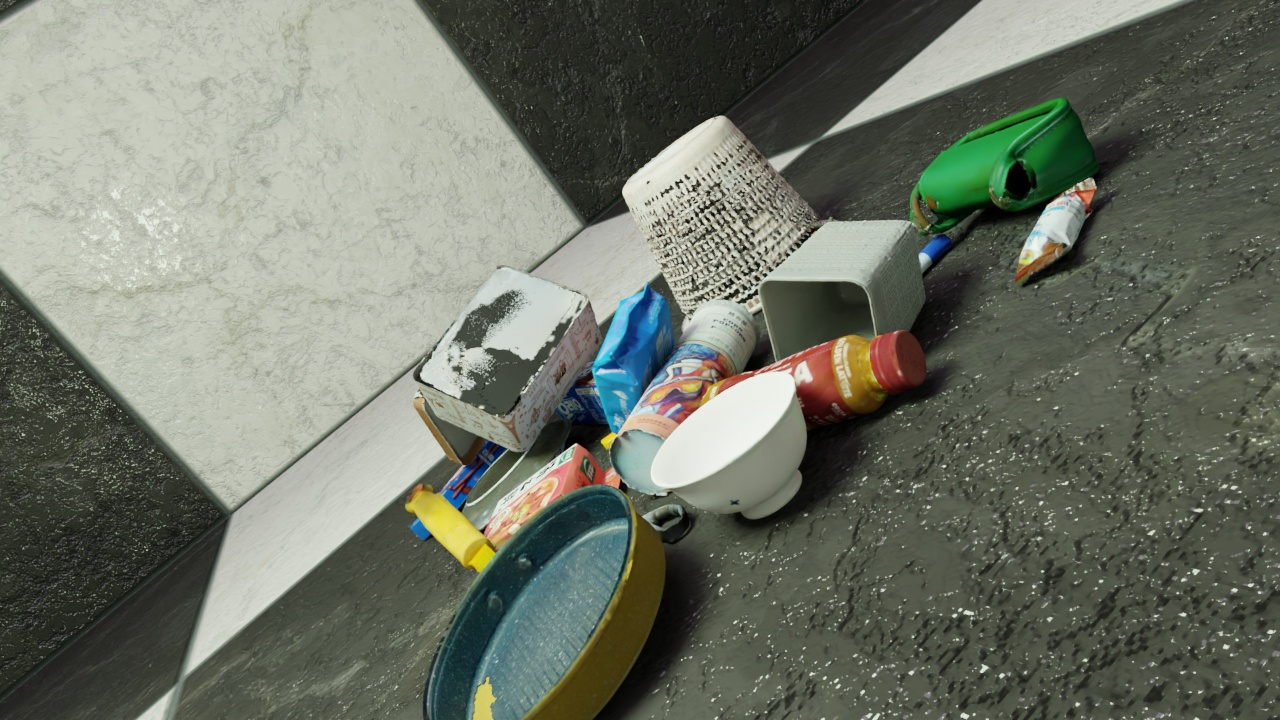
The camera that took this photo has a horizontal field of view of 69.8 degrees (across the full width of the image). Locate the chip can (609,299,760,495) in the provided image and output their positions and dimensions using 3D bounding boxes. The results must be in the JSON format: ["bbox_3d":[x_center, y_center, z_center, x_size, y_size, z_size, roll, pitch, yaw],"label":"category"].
[{"bbox_3d":[0.044,0.028,0.820,0.071,0.071,0.214,-26,18,37],"label":"chip can"}]

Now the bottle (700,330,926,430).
[{"bbox_3d":[0.123,0.022,0.673,0.175,0.057,0.057,-23,20,45],"label":"bottle"}]

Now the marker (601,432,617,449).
[{"bbox_3d":[0.014,0.053,0.931,0.124,0.015,0.018,-35,16,1],"label":"marker"}]

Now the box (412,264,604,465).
[{"bbox_3d":[-0.144,0.027,1.040,0.157,0.193,0.182,21,61,25],"label":"box"}]

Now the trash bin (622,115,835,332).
[{"bbox_3d":[0.091,-0.169,1.088,0.228,0.192,0.227,-35,14,10],"label":"trash bin"}]

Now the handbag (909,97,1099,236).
[{"bbox_3d":[0.300,-0.154,0.767,0.120,0.068,0.131,-38,13,-17],"label":"handbag"}]

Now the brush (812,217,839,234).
[{"bbox_3d":[0.168,-0.068,0.860,0.145,0.063,0.069,-54,-9,-44],"label":"brush"}]

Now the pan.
[{"bbox_3d":[-0.109,0.155,0.678,0.197,0.078,0.358,-51,21,-12],"label":"pan"}]

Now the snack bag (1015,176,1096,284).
[{"bbox_3d":[0.304,-0.096,0.673,0.103,0.026,0.048,-46,2,-36],"label":"snack bag"}]

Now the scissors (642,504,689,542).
[{"bbox_3d":[-0.016,0.137,0.738,0.160,0.014,0.170,-27,16,35],"label":"scissors"}]

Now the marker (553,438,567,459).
[{"bbox_3d":[-0.095,0.109,1.010,0.017,0.017,0.145,-34,14,14],"label":"marker"}]

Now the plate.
[{"bbox_3d":[-0.148,0.125,1.027,0.180,0.024,0.179,-42,14,12],"label":"plate"}]

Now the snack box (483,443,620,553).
[{"bbox_3d":[-0.080,0.131,0.829,0.127,0.044,0.113,-37,12,13],"label":"snack box"}]

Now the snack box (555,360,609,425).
[{"bbox_3d":[-0.045,0.036,1.038,0.058,0.057,0.208,-40,14,-23],"label":"snack box"}]

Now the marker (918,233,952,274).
[{"bbox_3d":[0.218,-0.060,0.790,0.145,0.017,0.017,-42,15,-17],"label":"marker"}]

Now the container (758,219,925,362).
[{"bbox_3d":[0.163,-0.051,0.716,0.090,0.090,0.114,6,36,37],"label":"container"}]

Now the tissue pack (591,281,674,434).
[{"bbox_3d":[-0.005,0.005,0.861,0.052,0.157,0.094,14,59,16],"label":"tissue pack"}]

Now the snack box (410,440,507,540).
[{"bbox_3d":[-0.215,0.146,1.130,0.085,0.026,0.156,-42,8,39],"label":"snack box"}]

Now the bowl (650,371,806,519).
[{"bbox_3d":[0.073,0.069,0.632,0.118,0.065,0.118,-34,15,10],"label":"bowl"}]
